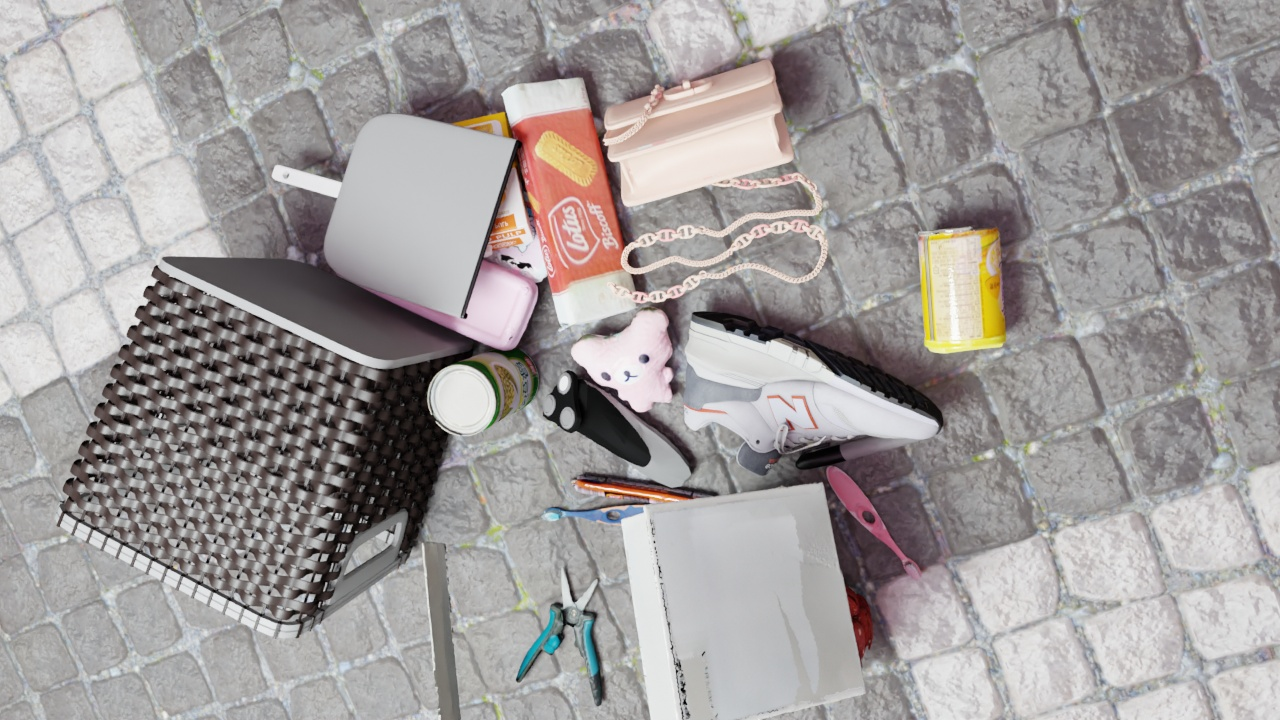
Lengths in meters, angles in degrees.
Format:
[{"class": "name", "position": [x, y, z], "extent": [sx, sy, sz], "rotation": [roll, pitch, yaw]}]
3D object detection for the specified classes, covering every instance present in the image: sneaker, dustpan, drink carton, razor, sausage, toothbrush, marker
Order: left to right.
[{"class": "dustpan", "position": [-0.243, -0.149, 0.849], "extent": [0.258, 0.033, 0.163], "rotation": [17, 90, 17]}, {"class": "drink carton", "position": [-0.140, -0.161, 0.852], "extent": [0.058, 0.040, 0.122], "rotation": [-13, 76, -1]}, {"class": "toothbrush", "position": [-0.034, 0.154, 0.917], "extent": [0.135, 0.017, 0.021], "rotation": [-2, 100, 13]}, {"class": "razor", "position": [-0.019, 0.071, 0.884], "extent": [0.156, 0.060, 0.057], "rotation": [30, 117, -13]}, {"class": "sausage", "position": [0.004, 0.130, 0.903], "extent": [0.155, 0.020, 0.020], "rotation": [7, 100, 12]}, {"class": "sneaker", "position": [0.139, 0.049, 0.833], "extent": [0.240, 0.088, 0.124], "rotation": [25, 108, 16]}, {"class": "marker", "position": [0.210, 0.077, 0.852], "extent": [0.139, 0.016, 0.022], "rotation": [-18, 71, 14]}, {"class": "toothbrush", "position": [0.219, 0.153, 0.860], "extent": [0.022, 0.016, 0.135], "rotation": [-40, 89, 13]}]

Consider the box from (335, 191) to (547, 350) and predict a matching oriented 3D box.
[{"class": "box", "position": [-0.183, -0.112, 0.880], "extent": [0.201, 0.041, 0.153], "rotation": [24, 95, 8]}]

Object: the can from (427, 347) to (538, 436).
[{"class": "can", "position": [-0.146, 0.026, 0.867], "extent": [0.067, 0.120, 0.067], "rotation": [2, 99, 12]}]

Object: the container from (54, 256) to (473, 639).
[{"class": "container", "position": [-0.326, 0.059, 0.853], "extent": [0.245, 0.247, 0.244], "rotation": [24, 100, 8]}]

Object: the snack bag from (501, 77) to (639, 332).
[{"class": "snack bag", "position": [-0.064, -0.145, 0.849], "extent": [0.077, 0.041, 0.225], "rotation": [-16, 94, -25]}]

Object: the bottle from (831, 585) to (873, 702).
[{"class": "bottle", "position": [0.164, 0.242, 0.839], "extent": [0.099, 0.111, 0.099], "rotation": [5, 111, 13]}]

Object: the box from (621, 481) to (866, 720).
[{"class": "box", "position": [0.115, 0.212, 0.846], "extent": [0.165, 0.446, 0.167], "rotation": [-11, 77, 13]}]

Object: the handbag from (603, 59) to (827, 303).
[{"class": "handbag", "position": [0.053, -0.159, 0.832], "extent": [0.199, 0.116, 0.187], "rotation": [-14, 128, 10]}]

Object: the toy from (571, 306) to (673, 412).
[{"class": "toy", "position": [-0.005, 0.005, 0.870], "extent": [0.099, 0.052, 0.096], "rotation": [-23, 105, 16]}]

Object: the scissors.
[{"class": "scissors", "position": [-0.069, 0.295, 0.946], "extent": [0.118, 0.019, 0.148], "rotation": [37, 103, 5]}]

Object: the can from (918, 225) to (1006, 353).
[{"class": "can", "position": [0.275, -0.062, 0.787], "extent": [0.068, 0.067, 0.105], "rotation": [-4, 97, 13]}]
